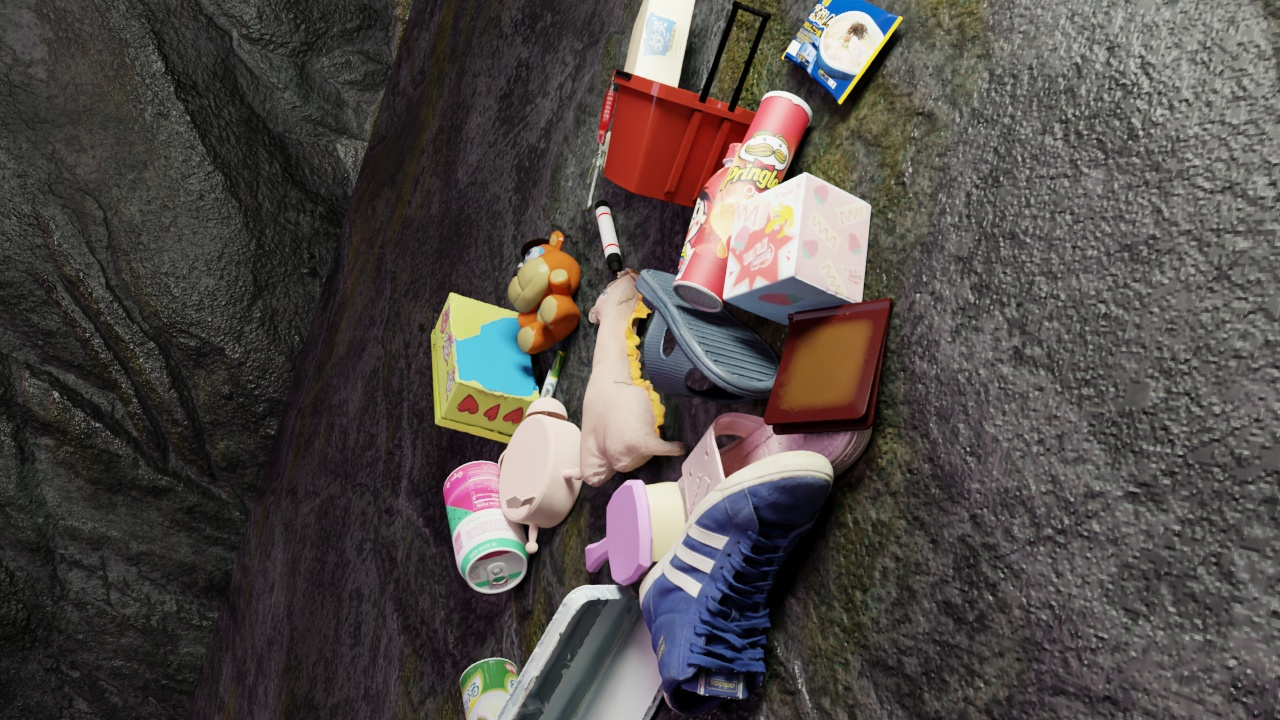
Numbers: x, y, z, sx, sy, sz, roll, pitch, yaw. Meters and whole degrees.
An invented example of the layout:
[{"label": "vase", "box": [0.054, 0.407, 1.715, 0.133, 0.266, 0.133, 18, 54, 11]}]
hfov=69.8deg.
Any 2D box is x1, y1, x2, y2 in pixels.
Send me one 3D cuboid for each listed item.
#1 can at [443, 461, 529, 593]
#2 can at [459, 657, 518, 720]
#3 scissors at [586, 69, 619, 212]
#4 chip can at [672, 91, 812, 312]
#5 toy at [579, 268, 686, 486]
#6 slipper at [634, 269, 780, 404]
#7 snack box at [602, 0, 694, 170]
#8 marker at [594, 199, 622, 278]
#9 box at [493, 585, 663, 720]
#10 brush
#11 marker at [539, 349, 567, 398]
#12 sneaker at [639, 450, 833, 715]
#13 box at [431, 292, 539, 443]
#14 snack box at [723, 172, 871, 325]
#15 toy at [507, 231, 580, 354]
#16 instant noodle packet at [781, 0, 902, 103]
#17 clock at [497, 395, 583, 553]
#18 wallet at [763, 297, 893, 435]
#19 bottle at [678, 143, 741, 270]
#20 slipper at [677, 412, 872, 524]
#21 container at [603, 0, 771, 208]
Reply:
[{"label": "can", "box": [-0.194, 0.206, 1.153, 0.088, 0.088, 0.165, -59, 32, 21]}, {"label": "can", "box": [-0.157, 0.394, 1.008, 0.067, 0.067, 0.121, -58, 32, 22]}, {"label": "scissors", "box": [-0.048, -0.280, 1.179, 0.179, 0.015, 0.196, -64, -16, -86]}, {"label": "chip can", "box": [0.096, -0.149, 0.854, 0.052, 0.051, 0.214, 0, 60, 59]}, {"label": "toy", "box": [-0.006, 0.006, 0.991, 0.197, 0.065, 0.263, -20, 51, 44]}, {"label": "slipper", "box": [0.051, -0.009, 0.869, 0.263, 0.101, 0.083, -122, 48, -61]}, {"label": "snack box", "box": [0.011, -0.345, 1.103, 0.153, 0.055, 0.207, 140, 142, -74]}, {"label": "marker", "box": [-0.039, -0.153, 1.164, 0.019, 0.019, 0.145, -50, 36, 33]}, {"label": "box", "box": [-0.062, 0.311, 0.861, 0.130, 0.105, 0.211, 40, 109, 55]}, {"label": "brush", "box": [-0.010, 0.176, 0.890, 0.229, 0.043, 0.089, 127, 141, -65]}, {"label": "marker", "box": [-0.126, 0.056, 1.195, 0.017, 0.017, 0.146, 21, 93, 60]}, {"label": "sneaker", "box": [0.075, 0.185, 0.713, 0.234, 0.091, 0.118, -50, 32, 34]}, {"label": "box", "box": [-0.215, 0.010, 1.248, 0.083, 0.124, 0.220, -60, 29, 28]}, {"label": "snack box", "box": [0.132, -0.092, 0.784, 0.093, 0.079, 0.094, -15, 62, 56]}, {"label": "toy", "box": [-0.124, -0.094, 1.211, 0.112, 0.096, 0.175, -48, 26, 36]}, {"label": "instant noodle packet", "box": [0.186, -0.303, 0.866, 0.087, 0.026, 0.134, -55, 34, 21]}, {"label": "clock", "box": [-0.129, 0.129, 1.102, 0.131, 0.086, 0.160, -58, 26, 22]}, {"label": "wallet", "box": [0.148, 0.004, 0.725, 0.092, 0.018, 0.115, -8, 51, 39]}, {"label": "bottle", "box": [0.084, -0.147, 0.913, 0.062, 0.062, 0.137, 9, 82, 60]}, {"label": "slipper", "box": [0.088, 0.091, 0.773, 0.240, 0.064, 0.094, -41, 42, 40]}, {"label": "container", "box": [0.052, -0.266, 0.947, 0.127, 0.148, 0.201, 45, 122, 56]}]
